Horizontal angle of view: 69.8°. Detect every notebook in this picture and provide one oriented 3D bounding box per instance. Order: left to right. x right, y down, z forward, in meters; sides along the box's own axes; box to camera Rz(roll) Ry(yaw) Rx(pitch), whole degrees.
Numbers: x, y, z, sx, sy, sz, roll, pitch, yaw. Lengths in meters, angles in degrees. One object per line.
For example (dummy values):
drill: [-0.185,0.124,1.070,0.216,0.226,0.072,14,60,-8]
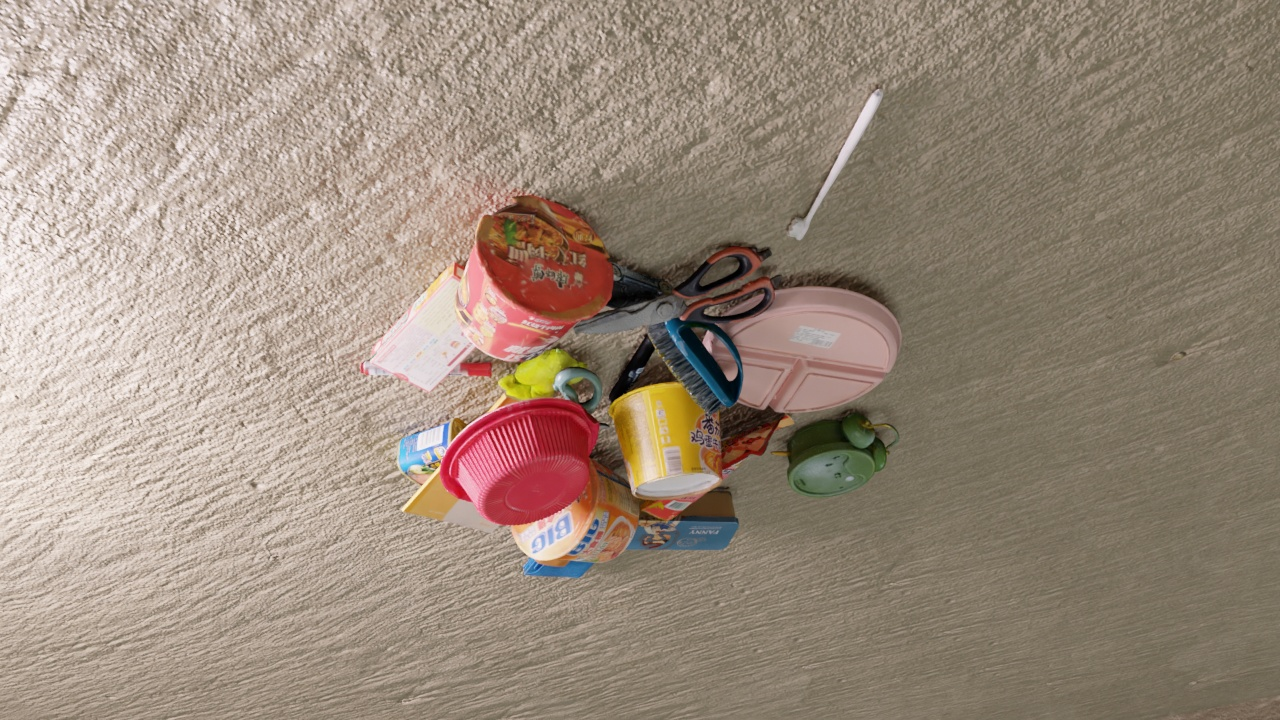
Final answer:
notebook: [-0.175,0.131,1.125,0.207,0.010,0.145,-46,138,17]

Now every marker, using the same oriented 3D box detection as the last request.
marker: [-0.242,0.009,1.041,0.145,0.017,0.017,1,141,-8]
marker: [-0.006,0.006,1.067,0.020,0.022,0.132,4,141,-24]

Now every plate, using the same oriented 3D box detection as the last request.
plate: [0.185,-0.003,1.059,0.229,0.028,0.230,1,144,1]

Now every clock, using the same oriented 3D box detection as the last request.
clock: [0.266,0.125,1.225,0.161,0.056,0.116,-22,139,19]

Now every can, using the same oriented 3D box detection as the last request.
can: [-0.242,0.125,1.153,0.083,0.057,0.102,-19,140,18]

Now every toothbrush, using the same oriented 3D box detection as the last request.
toothbrush: [0.182,-0.181,0.868,0.016,0.016,0.181,12,139,-13]

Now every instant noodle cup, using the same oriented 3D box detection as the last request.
instant noodle cup: [-0.109,-0.069,0.878,0.137,0.137,0.109,15,145,-24]
instant noodle cup: [-0.130,0.128,1.062,0.193,0.065,0.194,-17,142,-14]
instant noodle cup: [-0.080,0.195,1.200,0.152,0.151,0.111,-29,144,25]
instant noodle cup: [0.037,0.101,1.095,0.138,0.109,0.138,-7,157,-3]

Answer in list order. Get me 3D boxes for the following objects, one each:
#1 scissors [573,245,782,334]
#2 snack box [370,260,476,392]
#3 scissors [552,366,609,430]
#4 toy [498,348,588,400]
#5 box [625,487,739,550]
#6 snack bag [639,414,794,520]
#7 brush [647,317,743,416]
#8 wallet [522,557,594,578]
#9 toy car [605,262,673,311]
scissors: [0.035,-0.071,0.940,0.209,0.015,0.182,21,106,-23]
snack box: [-0.211,-0.032,0.972,0.077,0.027,0.156,31,123,-31]
scissors: [-0.114,0.073,1.074,0.169,0.019,0.175,-16,144,-17]
toy: [-0.114,0.020,1.061,0.096,0.031,0.100,3,144,-17]
box: [0.054,0.227,1.317,0.184,0.063,0.090,3,141,-9]
snack bag: [0.094,0.136,1.188,0.208,0.073,0.128,-34,176,31]
brush: [0.070,-0.002,1.008,0.074,0.055,0.144,-29,125,17]
wallet: [-0.108,0.292,1.395,0.106,0.040,0.133,11,137,-27]
toy car: [-0.013,-0.074,0.958,0.105,0.031,0.049,16,133,-33]
